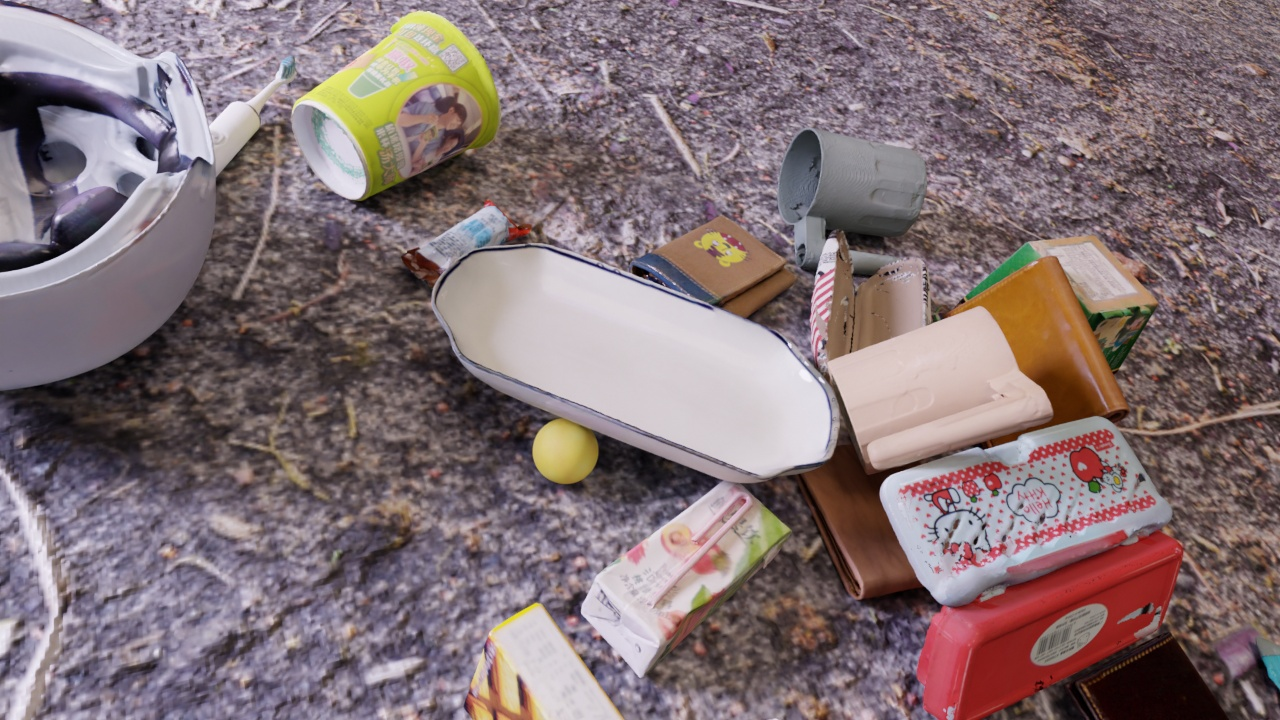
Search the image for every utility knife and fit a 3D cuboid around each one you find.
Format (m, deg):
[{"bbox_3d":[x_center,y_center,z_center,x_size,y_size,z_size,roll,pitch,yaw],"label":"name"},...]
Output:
[{"bbox_3d":[0.430,0.259,0.567,0.029,0.013,0.184,9,46,-8],"label":"utility knife"}]

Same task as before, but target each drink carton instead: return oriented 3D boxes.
[{"bbox_3d":[0.029,0.119,0.527,0.053,0.046,0.122,43,49,20],"label":"drink carton"}]

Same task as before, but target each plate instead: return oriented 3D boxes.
[{"bbox_3d":[-0.003,0.003,0.583,0.266,0.034,0.161,21,34,-1],"label":"plate"}]

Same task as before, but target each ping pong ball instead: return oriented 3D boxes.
[{"bbox_3d":[-0.046,0.055,0.560,0.040,0.040,0.040,10,47,-11],"label":"ping pong ball"}]

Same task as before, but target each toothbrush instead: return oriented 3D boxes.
[{"bbox_3d":[-0.304,-0.164,0.674,0.026,0.026,0.220,25,45,-11],"label":"toothbrush"}]

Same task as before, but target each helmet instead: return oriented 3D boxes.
[{"bbox_3d":[-0.350,-0.080,0.501,0.228,0.146,0.258,-22,52,-35],"label":"helmet"}]

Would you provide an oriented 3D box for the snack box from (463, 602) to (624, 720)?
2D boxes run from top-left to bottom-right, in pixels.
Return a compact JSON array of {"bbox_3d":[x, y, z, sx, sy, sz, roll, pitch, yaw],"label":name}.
[{"bbox_3d":[-0.026,0.189,0.416,0.033,0.087,0.140,-26,63,-36],"label":"snack box"}]

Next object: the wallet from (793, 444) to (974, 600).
[{"bbox_3d":[0.161,0.101,0.610,0.101,0.020,0.115,-3,48,-24],"label":"wallet"}]

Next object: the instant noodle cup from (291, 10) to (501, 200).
[{"bbox_3d":[-0.186,-0.183,0.683,0.112,0.112,0.123,36,55,13],"label":"instant noodle cup"}]

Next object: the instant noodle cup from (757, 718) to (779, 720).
[{"bbox_3d":[0.076,0.240,0.403,0.111,0.111,0.120,25,55,3],"label":"instant noodle cup"}]

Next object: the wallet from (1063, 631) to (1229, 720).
[{"bbox_3d":[0.318,0.231,0.539,0.096,0.020,0.122,-13,63,-26],"label":"wallet"}]

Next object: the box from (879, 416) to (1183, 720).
[{"bbox_3d":[0.241,0.120,0.548,0.200,0.069,0.157,-11,91,-27],"label":"box"}]

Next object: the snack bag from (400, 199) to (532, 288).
[{"bbox_3d":[-0.124,-0.086,0.668,0.045,0.026,0.105,41,49,5],"label":"snack bag"}]

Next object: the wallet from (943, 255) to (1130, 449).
[{"bbox_3d":[0.274,0.006,0.671,0.035,0.119,0.130,13,53,-35],"label":"wallet"}]

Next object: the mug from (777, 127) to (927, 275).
[{"bbox_3d":[0.183,-0.133,0.794,0.103,0.084,0.123,5,75,-17],"label":"mug"}]

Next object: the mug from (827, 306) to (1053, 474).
[{"bbox_3d":[0.183,0.027,0.574,0.103,0.084,0.124,-19,15,8],"label":"mug"}]

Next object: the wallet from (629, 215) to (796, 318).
[{"bbox_3d":[0.059,-0.066,0.714,0.090,0.033,0.115,40,45,18],"label":"wallet"}]

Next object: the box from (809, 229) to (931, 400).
[{"bbox_3d":[0.176,-0.034,0.695,0.086,0.075,0.161,-3,41,18],"label":"box"}]

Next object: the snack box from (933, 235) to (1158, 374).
[{"bbox_3d":[0.329,-0.037,0.732,0.118,0.106,0.117,-8,52,-27],"label":"snack box"}]
